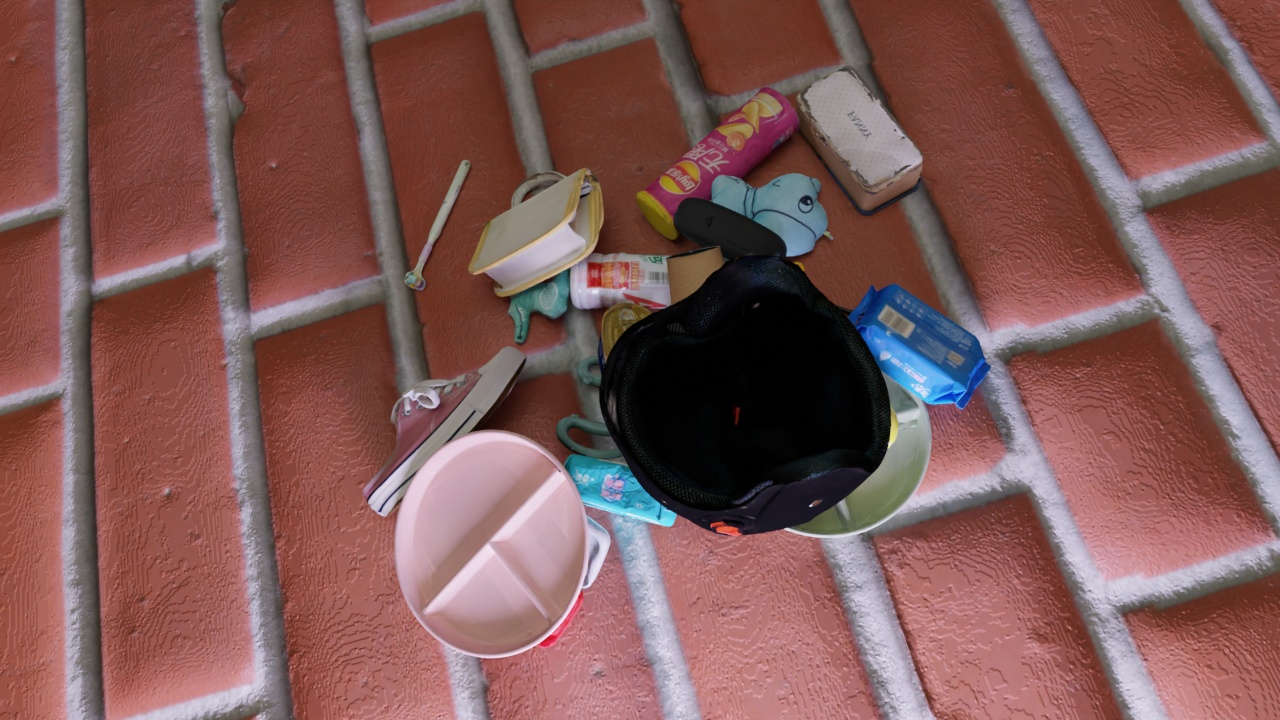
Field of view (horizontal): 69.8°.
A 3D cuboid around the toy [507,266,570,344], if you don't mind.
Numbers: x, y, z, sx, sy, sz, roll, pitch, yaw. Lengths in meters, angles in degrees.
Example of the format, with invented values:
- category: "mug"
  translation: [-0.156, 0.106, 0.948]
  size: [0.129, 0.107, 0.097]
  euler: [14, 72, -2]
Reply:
- category: "toy"
  translation: [-0.124, -0.067, 1.097]
  size: [0.092, 0.030, 0.096]
  euler: [-2, 75, 31]

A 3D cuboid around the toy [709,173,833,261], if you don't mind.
- category: "toy"
  translation: [0.150, -0.168, 1.078]
  size: [0.156, 0.050, 0.161]
  euler: [33, 72, -6]

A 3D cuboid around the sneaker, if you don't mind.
- category: "sneaker"
  translation: [-0.232, 0.063, 1.030]
  size: [0.088, 0.118, 0.241]
  euler: [44, 85, 0]

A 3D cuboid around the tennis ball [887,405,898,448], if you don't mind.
- category: "tennis ball"
  translation: [0.233, 0.067, 0.949]
  size: [0.065, 0.065, 0.065]
  euler: [-3, 69, 7]

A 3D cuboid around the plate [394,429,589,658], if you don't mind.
- category: "plate"
  translation: [-0.153, 0.187, 0.947]
  size: [0.230, 0.028, 0.229]
  euler: [-3, 82, 22]

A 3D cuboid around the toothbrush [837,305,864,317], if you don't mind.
- category: "toothbrush"
  translation: [0.266, -0.048, 1.047]
  size: [0.189, 0.014, 0.017]
  euler: [10, 81, 11]

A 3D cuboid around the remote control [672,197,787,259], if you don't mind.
- category: "remote control"
  translation: [0.103, -0.142, 1.034]
  size: [0.136, 0.024, 0.053]
  euler: [24, 86, -3]

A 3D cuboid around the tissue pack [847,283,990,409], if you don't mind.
- category: "tissue pack"
  translation: [0.297, -0.014, 0.989]
  size: [0.157, 0.052, 0.094]
  euler: [36, 49, 10]

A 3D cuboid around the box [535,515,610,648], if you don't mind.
- category: "box"
  translation: [-0.138, 0.194, 0.986]
  size: [0.201, 0.063, 0.160]
  euler: [31, 96, 19]

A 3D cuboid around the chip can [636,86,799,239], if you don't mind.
- category: "chip can"
  translation: [0.095, -0.240, 1.113]
  size: [0.210, 0.071, 0.071]
  euler: [-42, 69, -9]

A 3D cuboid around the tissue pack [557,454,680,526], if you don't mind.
- category: "tissue pack"
  translation: [-0.022, 0.137, 0.974]
  size: [0.133, 0.093, 0.050]
  euler: [12, 78, 14]

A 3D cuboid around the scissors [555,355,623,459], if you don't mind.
- category: "scissors"
  translation: [-0.017, 0.071, 1.019]
  size: [0.177, 0.019, 0.171]
  euler: [33, 54, 13]

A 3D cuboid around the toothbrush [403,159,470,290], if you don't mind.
- category: "toothbrush"
  translation: [-0.254, -0.176, 1.169]
  size: [0.020, 0.029, 0.189]
  euler: [-6, 59, 50]

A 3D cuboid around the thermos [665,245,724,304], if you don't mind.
- category: "thermos"
  translation: [0.072, -0.049, 1.009]
  size: [0.093, 0.093, 0.143]
  euler: [-12, 101, 3]

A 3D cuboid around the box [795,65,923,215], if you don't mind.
- category: "box"
  translation: [0.264, -0.261, 1.104]
  size: [0.090, 0.063, 0.184]
  euler: [-27, 70, -2]

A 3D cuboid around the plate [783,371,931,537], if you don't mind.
- category: "plate"
  translation: [0.197, 0.080, 1.000]
  size: [0.230, 0.027, 0.229]
  euler: [-3, 68, 7]

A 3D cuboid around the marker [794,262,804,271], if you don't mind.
- category: "marker"
  translation: [0.158, -0.062, 1.066]
  size: [0.018, 0.015, 0.123]
  euler: [25, 76, 21]

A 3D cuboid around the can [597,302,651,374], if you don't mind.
- category: "can"
  translation: [-0.006, 0.006, 1.025]
  size: [0.074, 0.049, 0.148]
  euler: [-5, 53, -14]

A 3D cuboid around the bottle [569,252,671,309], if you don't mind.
- category: "bottle"
  translation: [0.019, -0.093, 1.073]
  size: [0.197, 0.068, 0.068]
  euler: [1, 69, 4]

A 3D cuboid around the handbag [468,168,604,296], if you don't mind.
- category: "handbag"
  translation: [-0.116, -0.170, 1.102]
  size: [0.164, 0.063, 0.178]
  euler: [-23, 40, 28]

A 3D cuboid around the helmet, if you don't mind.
- category: "helmet"
  translation: [0.094, 0.051, 0.866]
  size: [0.274, 0.231, 0.233]
  euler: [-6, 62, -9]
